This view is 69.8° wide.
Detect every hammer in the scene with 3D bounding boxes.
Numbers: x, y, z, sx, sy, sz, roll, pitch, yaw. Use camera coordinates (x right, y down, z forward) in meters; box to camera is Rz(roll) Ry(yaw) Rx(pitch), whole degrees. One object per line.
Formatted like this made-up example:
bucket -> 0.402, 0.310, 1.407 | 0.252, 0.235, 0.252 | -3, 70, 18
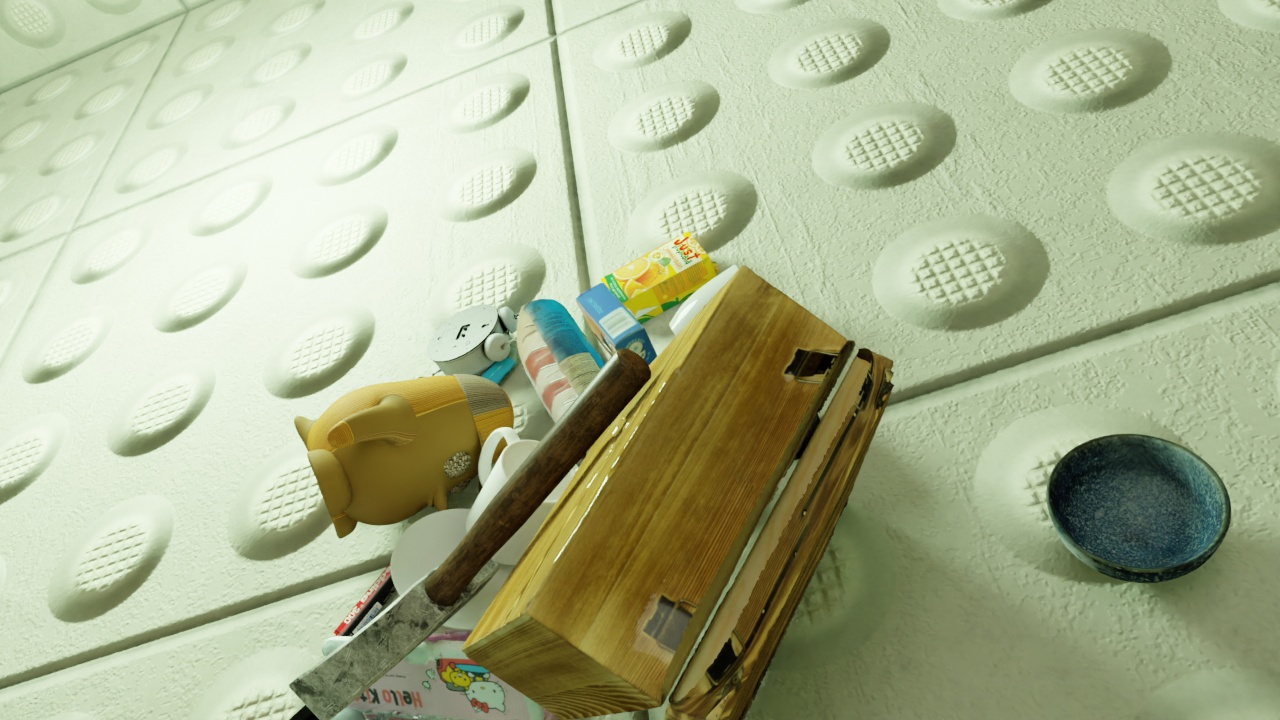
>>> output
hammer -> -0.106, 0.113, 0.659 | 0.037, 0.217, 0.301 | 43, 112, 7

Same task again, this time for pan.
pan -> -0.363, 0.413, 0.705 | 0.355, 0.067, 0.209 | -47, 46, -11

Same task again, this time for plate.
plate -> -0.159, 0.190, 0.836 | 0.134, 0.011, 0.134 | 11, 37, -9

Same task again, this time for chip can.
chip can -> -0.069, 0.023, 0.947 | 0.080, 0.080, 0.229 | -31, 43, -5

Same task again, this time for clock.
clock -> -0.189, -0.024, 1.065 | 0.123, 0.035, 0.094 | -13, 39, 23
clock -> -0.243, 0.348, 0.727 | 0.122, 0.045, 0.159 | -44, 49, 0

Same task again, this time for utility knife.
utility knife -> -0.195, 0.048, 1.026 | 0.031, 0.015, 0.173 | 22, 59, 42

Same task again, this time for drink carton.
drink carton -> 0.024, -0.092, 1.034 | 0.122, 0.041, 0.058 | -28, 43, -2

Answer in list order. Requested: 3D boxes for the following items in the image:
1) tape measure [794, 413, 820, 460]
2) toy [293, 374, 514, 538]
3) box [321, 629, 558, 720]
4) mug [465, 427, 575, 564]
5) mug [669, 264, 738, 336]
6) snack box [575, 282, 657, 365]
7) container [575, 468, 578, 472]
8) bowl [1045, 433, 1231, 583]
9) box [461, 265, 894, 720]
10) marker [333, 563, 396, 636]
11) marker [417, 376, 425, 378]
tape measure -> 0.141, 0.051, 0.822 | 0.042, 0.072, 0.071 | -17, 16, 4
toy -> -0.221, 0.089, 0.920 | 0.203, 0.199, 0.162 | -21, 68, -21
box -> -0.167, 0.257, 0.759 | 0.202, 0.095, 0.087 | -4, 50, 22
mug -> -0.118, 0.116, 0.845 | 0.073, 0.091, 0.110 | -3, 47, -41
mug -> 0.077, -0.049, 0.959 | 0.089, 0.071, 0.107 | -33, 15, 6
snack box -> -0.005, 0.005, 0.876 | 0.034, 0.151, 0.087 | -33, 43, -7
container -> 0.008, 0.114, 0.841 | 0.129, 0.049, 0.080 | -29, 43, -2
bowl -> 0.356, 0.115, 0.664 | 0.114, 0.061, 0.114 | -12, 46, 13
box -> 0.054, 0.125, 0.634 | 0.215, 0.258, 0.278 | 36, 61, -1
marker -> -0.243, 0.213, 0.889 | 0.144, 0.021, 0.024 | -52, 9, -24
marker -> -0.220, 0.028, 1.043 | 0.139, 0.016, 0.022 | 1, 49, 40
